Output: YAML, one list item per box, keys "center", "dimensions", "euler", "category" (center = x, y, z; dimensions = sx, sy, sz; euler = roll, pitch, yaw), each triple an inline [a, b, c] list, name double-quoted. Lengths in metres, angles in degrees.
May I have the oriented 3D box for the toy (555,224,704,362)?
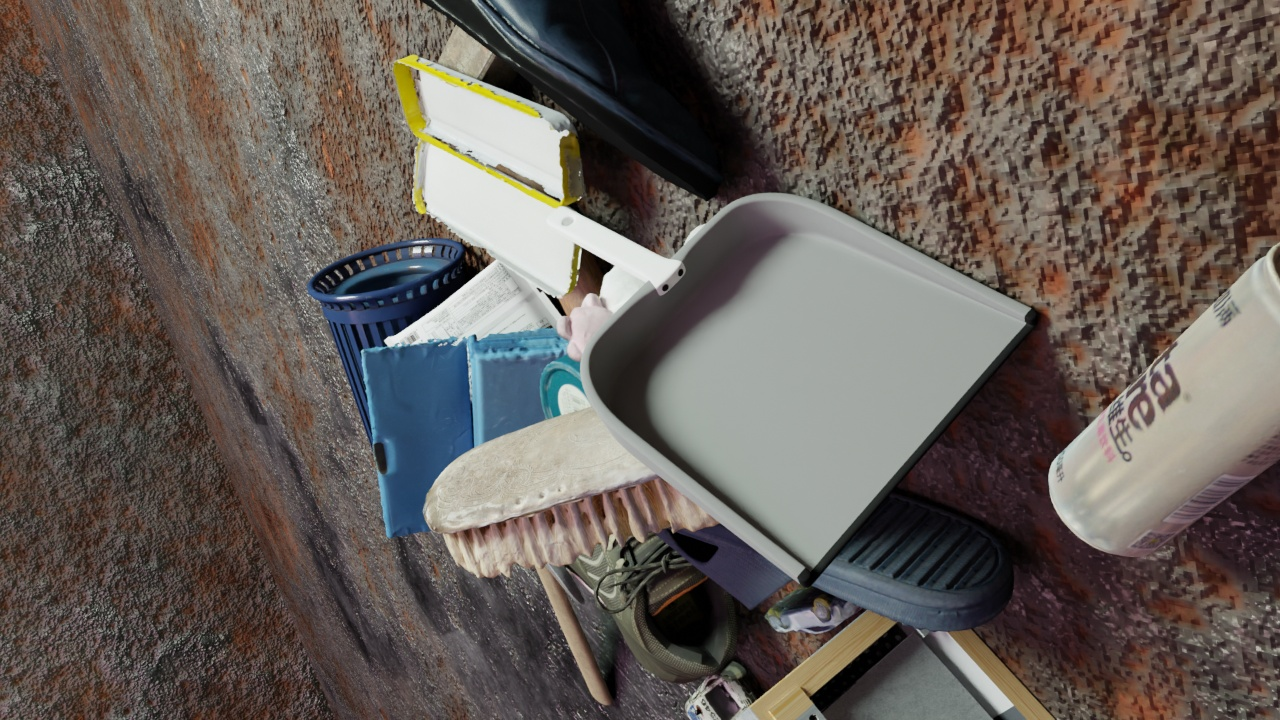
- center: [0.010, -0.028, 0.536]
  dimensions: [0.076, 0.125, 0.037]
  euler: [58, 158, 14]
  category: "toy"

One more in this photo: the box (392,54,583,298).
- center: [-0.111, -0.134, 0.650]
  dimensions: [0.210, 0.034, 0.130]
  euler: [32, 132, 38]
  category: "box"

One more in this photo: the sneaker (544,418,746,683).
- center: [0.001, 0.138, 0.661]
  dimensions: [0.238, 0.101, 0.143]
  euler: [60, 162, -3]
  category: "sneaker"

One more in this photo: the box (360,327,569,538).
- center: [-0.137, 0.073, 0.774]
  dimensions: [0.033, 0.174, 0.232]
  euler: [-105, 15, -47]
  category: "box"

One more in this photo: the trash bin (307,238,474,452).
- center: [-0.203, 0.027, 0.861]
  dimensions: [0.139, 0.139, 0.250]
  euler: [20, 129, 47]
  category: "trash bin"

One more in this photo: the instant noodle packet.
- center: [-0.132, -0.019, 0.748]
  dimensions: [0.087, 0.134, 0.026]
  euler: [53, -166, -10]
  category: "instant noodle packet"

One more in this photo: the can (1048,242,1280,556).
- center: [0.213, 0.021, 0.346]
  dimensions: [0.054, 0.054, 0.136]
  euler: [48, 144, 24]
  category: "can"

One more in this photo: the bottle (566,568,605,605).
- center: [-0.016, 0.187, 0.786]
  dimensions: [0.146, 0.051, 0.051]
  euler: [32, 136, 40]
  category: "bottle"

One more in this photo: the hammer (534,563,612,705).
- center: [-0.069, 0.244, 0.852]
  dimensions: [0.119, 0.030, 0.332]
  euler: [29, 147, 33]
  category: "hammer"

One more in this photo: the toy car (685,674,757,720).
- center: [0.062, 0.290, 0.756]
  dimensions: [0.048, 0.040, 0.113]
  euler: [50, 145, 23]
  category: "toy car"

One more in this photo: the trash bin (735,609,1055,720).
- center: [0.122, 0.273, 0.564]
  dimensions: [0.142, 0.142, 0.248]
  euler: [49, 144, 22]
  category: "trash bin"

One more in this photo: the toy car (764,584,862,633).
- center: [0.115, 0.160, 0.593]
  dimensions: [0.027, 0.038, 0.090]
  euler: [57, 147, 4]
  category: "toy car"

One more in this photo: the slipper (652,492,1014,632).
- center: [0.088, 0.112, 0.546]
  dimensions: [0.264, 0.101, 0.082]
  euler: [17, 124, 45]
  category: "slipper"

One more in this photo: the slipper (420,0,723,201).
- center: [-0.046, -0.197, 0.524]
  dimensions: [0.265, 0.083, 0.109]
  euler: [40, -173, 8]
  category: "slipper"

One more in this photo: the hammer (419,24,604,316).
- center: [-0.070, -0.094, 0.680]
  dimensions: [0.158, 0.037, 0.300]
  euler: [-31, 85, 57]
  category: "hammer"

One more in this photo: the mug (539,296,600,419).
- center: [-0.004, 0.003, 0.591]
  dimensions: [0.083, 0.107, 0.114]
  euler: [24, 130, 48]
  category: "mug"

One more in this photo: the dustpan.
- center: [0.037, -0.024, 0.467]
  dimensions: [0.258, 0.163, 0.033]
  euler: [33, 162, 40]
  category: "dustpan"

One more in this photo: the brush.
- center: [0.012, 0.052, 0.492]
  dimensions: [0.083, 0.271, 0.057]
  euler: [-86, -25, -58]
  category: "brush"
